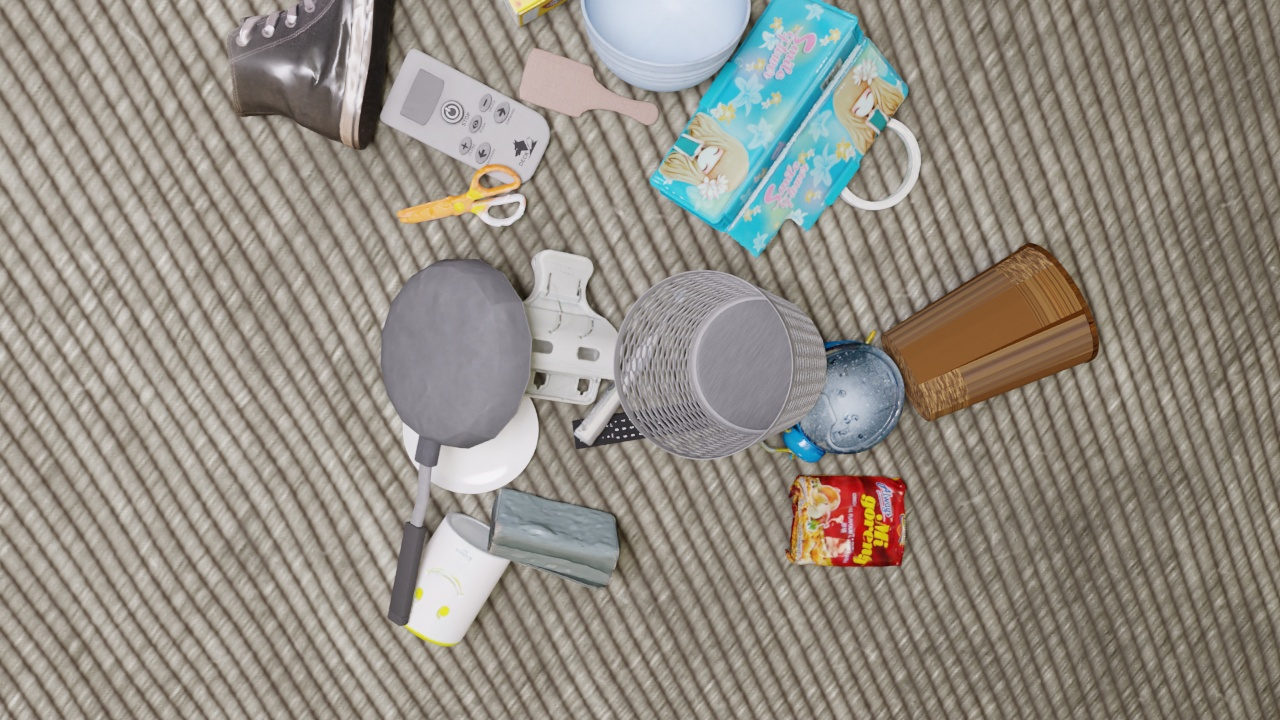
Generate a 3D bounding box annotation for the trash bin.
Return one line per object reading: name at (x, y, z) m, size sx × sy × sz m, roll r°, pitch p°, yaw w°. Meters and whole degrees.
trash bin at (0.084, 0.004, 0.840) m, size 0.157 × 0.183 × 0.156 m, roll 0°, pitch 90°, yaw 23°

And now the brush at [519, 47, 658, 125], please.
brush at (-0.047, -0.255, 0.881) m, size 0.135 × 0.015 × 0.050 m, roll 14°, pitch 100°, yaw -15°

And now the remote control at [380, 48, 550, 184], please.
remote control at (-0.162, -0.226, 0.868) m, size 0.151 × 0.019 × 0.074 m, roll 25°, pitch 97°, yaw -11°

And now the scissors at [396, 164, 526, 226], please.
scissors at (-0.173, -0.148, 0.883) m, size 0.128 × 0.013 × 0.065 m, roll -14°, pitch 124°, yaw 6°

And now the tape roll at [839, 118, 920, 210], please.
tape roll at (0.236, -0.199, 0.926) m, size 0.093 × 0.013 × 0.093 m, roll -1°, pitch 102°, yaw -7°

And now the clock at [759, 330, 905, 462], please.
clock at (0.190, 0.041, 0.946) m, size 0.161 × 0.060 × 0.117 m, roll -23°, pitch 104°, yaw 0°

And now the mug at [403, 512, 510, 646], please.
mug at (-0.189, 0.219, 0.923) m, size 0.082 × 0.082 × 0.106 m, roll 32°, pitch 95°, yaw -12°

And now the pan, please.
pan at (-0.198, 0.079, 0.854) m, size 0.179 × 0.041 × 0.357 m, roll 18°, pitch 100°, yaw 34°

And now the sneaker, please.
sneaker at (-0.282, -0.314, 0.803) m, size 0.120 × 0.095 × 0.235 m, roll 11°, pitch 103°, yaw -5°

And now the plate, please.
plate at (-0.172, 0.069, 0.931) m, size 0.134 × 0.011 × 0.134 m, roll -1°, pitch 101°, yaw -7°

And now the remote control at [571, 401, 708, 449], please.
remote control at (0.000, 0.066, 0.952) m, size 0.140 × 0.009 × 0.030 m, roll -9°, pitch 102°, yaw -5°

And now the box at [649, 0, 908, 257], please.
box at (0.137, -0.217, 0.872) m, size 0.171 × 0.084 × 0.227 m, roll 35°, pitch 95°, yaw -5°

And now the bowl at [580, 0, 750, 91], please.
bowl at (0.020, -0.301, 0.835) m, size 0.150 × 0.075 × 0.150 m, roll 1°, pitch 66°, yaw -3°

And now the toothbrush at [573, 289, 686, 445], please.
toothbrush at (-0.006, 0.006, 0.931) m, size 0.024 × 0.022 × 0.185 m, roll 35°, pitch 90°, yaw -23°

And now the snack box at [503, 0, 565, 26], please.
snack box at (-0.110, -0.364, 0.814) m, size 0.061 × 0.083 × 0.106 m, roll -30°, pitch 104°, yaw 1°

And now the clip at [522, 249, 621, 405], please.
clip at (-0.077, -0.030, 0.877) m, size 0.126 × 0.104 × 0.152 m, roll 10°, pitch 103°, yaw -28°

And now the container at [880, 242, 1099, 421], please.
container at (0.342, -0.021, 0.922) m, size 0.167 × 0.132 × 0.132 m, roll -27°, pitch 103°, yaw 5°

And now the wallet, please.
wallet at (-0.088, 0.176, 0.918) m, size 0.131 × 0.100 × 0.054 m, roll 20°, pitch 101°, yaw -9°

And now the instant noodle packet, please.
instant noodle packet at (0.221, 0.173, 0.987) m, size 0.135 × 0.039 × 0.098 m, roll 2°, pitch 94°, yaw -7°
